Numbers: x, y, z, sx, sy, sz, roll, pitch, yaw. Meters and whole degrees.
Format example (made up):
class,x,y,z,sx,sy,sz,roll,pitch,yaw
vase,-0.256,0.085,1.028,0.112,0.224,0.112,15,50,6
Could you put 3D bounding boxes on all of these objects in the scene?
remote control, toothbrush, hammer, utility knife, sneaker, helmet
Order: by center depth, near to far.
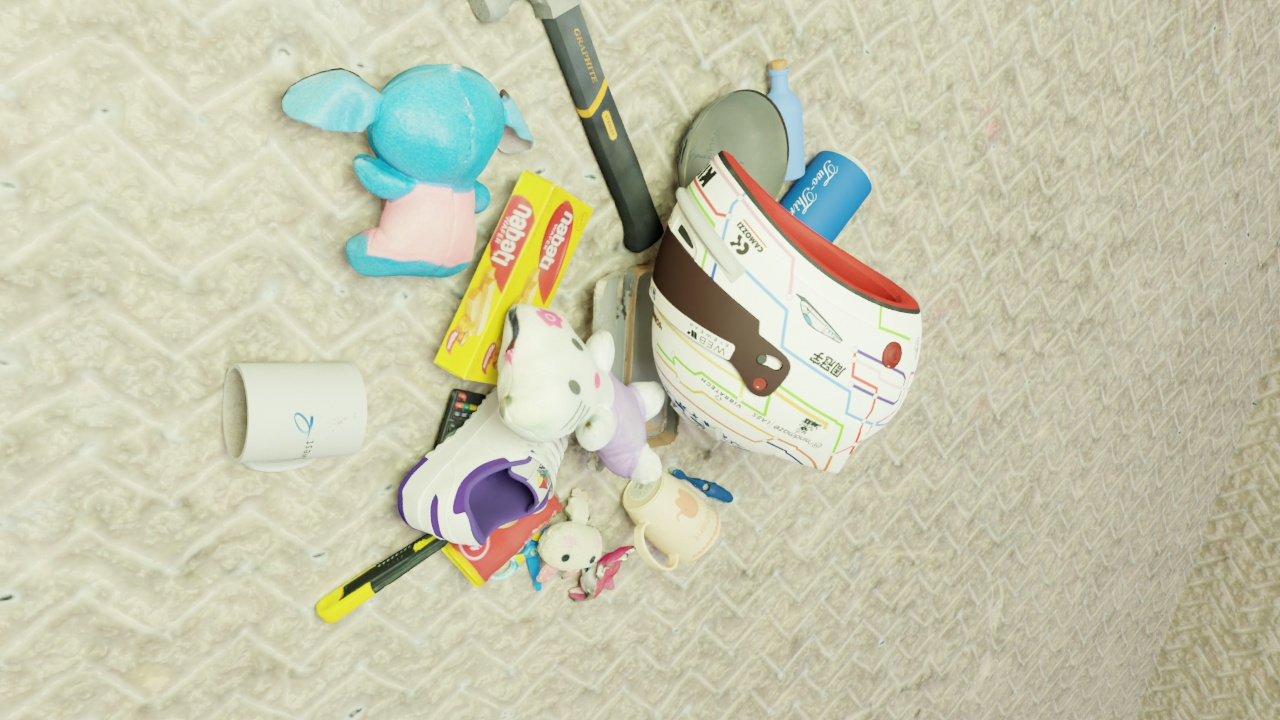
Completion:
class,x,y,z,sx,sy,sz,roll,pitch,yaw
hammer,-0.047,-0.241,0.900,0.139,0.035,0.313,-38,127,-22
sneaker,-0.117,0.093,0.912,0.243,0.111,0.092,-42,133,-32
utility knife,-0.218,0.188,0.922,0.233,0.029,0.020,-33,128,-13
helmet,0.124,-0.028,0.928,0.314,0.230,0.236,35,109,-14
remote control,-0.194,0.097,0.930,0.045,0.021,0.140,16,94,-51
toothbrush,0.079,0.160,1.173,0.132,0.016,0.021,31,88,-44

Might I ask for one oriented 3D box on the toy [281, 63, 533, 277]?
class,x,y,z,sx,sy,sz,roll,pitch,yaw
toy,-0.189,-0.158,0.778,0.223,0.099,0.192,-6,117,-49

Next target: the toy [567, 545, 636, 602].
class,x,y,z,sx,sy,sz,roll,pitch,yaw
toy,-0.045,0.244,1.089,0.065,0.050,0.103,-18,154,-45

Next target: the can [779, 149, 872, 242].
class,x,y,z,sx,sy,sz,roll,pitch,yaw
can,0.206,-0.175,1.091,0.146,0.079,0.079,-52,131,-9

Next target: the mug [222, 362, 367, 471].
class,x,y,z,sx,sy,sz,roll,pitch,yaw
mug,-0.305,0.056,0.797,0.096,0.083,0.120,0,136,-38

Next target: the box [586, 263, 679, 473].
class,x,y,z,sx,sy,sz,roll,pitch,yaw
box,-0.009,0.005,1.010,0.156,0.071,0.217,-25,125,-54

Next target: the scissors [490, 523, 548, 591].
class,x,y,z,sx,sy,sz,roll,pitch,yaw
scissors,-0.126,0.216,1.036,0.130,0.014,0.125,-23,122,-29

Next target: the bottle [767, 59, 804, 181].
class,x,y,z,sx,sy,sz,roll,pitch,yaw
bottle,0.159,-0.272,1.036,0.048,0.048,0.131,-24,121,-29

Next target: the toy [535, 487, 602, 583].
class,x,y,z,sx,sy,sz,roll,pitch,yaw
toy,-0.078,0.205,1.038,0.087,0.050,0.112,20,97,-46

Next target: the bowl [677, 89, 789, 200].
class,x,y,z,sx,sy,sz,roll,pitch,yaw
bowl,0.090,-0.219,0.998,0.150,0.057,0.151,-15,117,-32

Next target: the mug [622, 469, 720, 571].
class,x,y,z,sx,sy,sz,roll,pitch,yaw
mug,0.028,0.193,1.092,0.104,0.085,0.111,47,47,-30

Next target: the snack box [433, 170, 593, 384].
class,x,y,z,sx,sy,sz,roll,pitch,yaw
snack box,-0.119,-0.074,0.882,0.200,0.042,0.092,-65,158,3

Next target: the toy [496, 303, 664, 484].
class,x,y,z,sx,sy,sz,roll,pitch,yaw
toy,-0.060,0.033,0.880,0.209,0.086,0.137,35,48,-41

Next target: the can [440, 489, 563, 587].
class,x,y,z,sx,sy,sz,roll,pitch,yaw
can,-0.147,0.173,0.967,0.124,0.067,0.067,-42,128,-17
